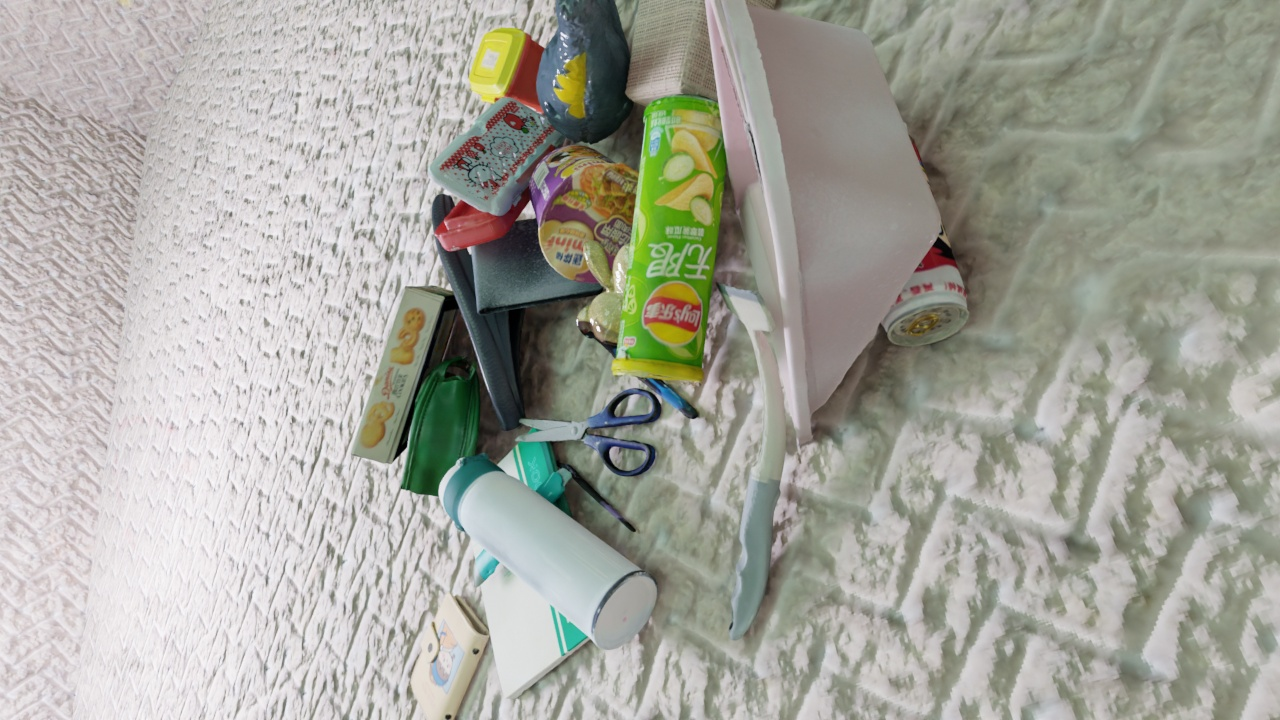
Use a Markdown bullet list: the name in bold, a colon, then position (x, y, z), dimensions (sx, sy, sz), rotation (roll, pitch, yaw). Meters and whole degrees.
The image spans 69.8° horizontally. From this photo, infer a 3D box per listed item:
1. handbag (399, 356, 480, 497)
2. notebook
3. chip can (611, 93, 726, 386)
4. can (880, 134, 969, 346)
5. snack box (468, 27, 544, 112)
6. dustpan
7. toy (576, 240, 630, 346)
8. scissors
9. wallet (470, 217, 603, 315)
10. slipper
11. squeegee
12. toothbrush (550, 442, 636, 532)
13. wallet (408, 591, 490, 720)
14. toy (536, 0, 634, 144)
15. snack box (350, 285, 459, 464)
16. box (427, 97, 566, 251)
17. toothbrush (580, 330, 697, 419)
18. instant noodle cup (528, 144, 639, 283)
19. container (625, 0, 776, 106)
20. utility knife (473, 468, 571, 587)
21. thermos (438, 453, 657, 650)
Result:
- **handbag**: position (-0.202, 0.073, 0.946), dimensions (0.132, 0.068, 0.120), rotation (115, 164, -51)
- **notebook**: position (-0.105, 0.181, 0.844), dimensions (0.151, 0.012, 0.209), rotation (-45, 50, 34)
- **chip can**: position (0.026, -0.093, 0.713), dimensions (0.073, 0.072, 0.221), rotation (3, 85, 51)
- **can**: position (0.165, -0.078, 0.582), dimensions (0.053, 0.053, 0.132), rotation (-33, 54, 40)
- **snack box**: position (-0.131, -0.311, 1.000), dimensions (0.091, 0.080, 0.082), rotation (29, 100, 51)
- **dustpan**: position (0.068, -0.102, 0.571), dimensions (0.274, 0.138, 0.222), rotation (117, 149, -51)
- **toy**: position (0.005, -0.083, 0.781), dimensions (0.105, 0.066, 0.157), rotation (29, 99, 8)
- **scissors**: position (-0.048, 0.052, 0.811), dimensions (0.173, 0.012, 0.128), rotation (35, 101, 40)
- **wallet**: position (-0.101, -0.094, 0.880), dimensions (0.019, 0.121, 0.097), rotation (86, 173, -60)
- **slipper**: position (-0.144, -0.057, 0.934), dimensions (0.111, 0.083, 0.268), rotation (90, 161, -63)
- **squeegee**: position (0.079, 0.072, 0.623), dimensions (0.246, 0.039, 0.246), rotation (-93, 3, -84)
- **toothbrush**: position (-0.054, 0.105, 0.821), dimensions (0.189, 0.014, 0.017), rotation (32, 91, 50)
- **wallet**: position (-0.194, 0.299, 0.918), dimensions (0.087, 0.024, 0.115), rotation (34, 105, 45)
- **toy**: position (-0.052, -0.273, 0.842), dimensions (0.355, 0.091, 0.138), rotation (-99, 4, -68)
- **snack box**: position (-0.248, 0.008, 0.994), dimensions (0.182, 0.046, 0.178), rotation (-137, 66, -84)
- **box**: position (-0.139, -0.196, 0.891), dimensions (0.095, 0.092, 0.200), rotation (-11, 31, 23)
- **toothbrush**: position (-0.005, 0.005, 0.797), dimensions (0.189, 0.016, 0.014), rotation (38, 99, 47)
- **instant noodle cup**: position (-0.049, -0.140, 0.830), dimensions (0.112, 0.111, 0.099), rotation (-59, 32, 18)
- **container**: position (0.048, -0.263, 0.762), dimensions (0.090, 0.090, 0.111), rotation (11, 90, 51)
- **utility knife**: position (-0.110, 0.152, 0.837), dimensions (0.162, 0.013, 0.029), rotation (-49, 49, 25)
- **thermos**: position (-0.088, 0.153, 0.766), dimensions (0.224, 0.073, 0.073), rotation (28, 99, 39)
